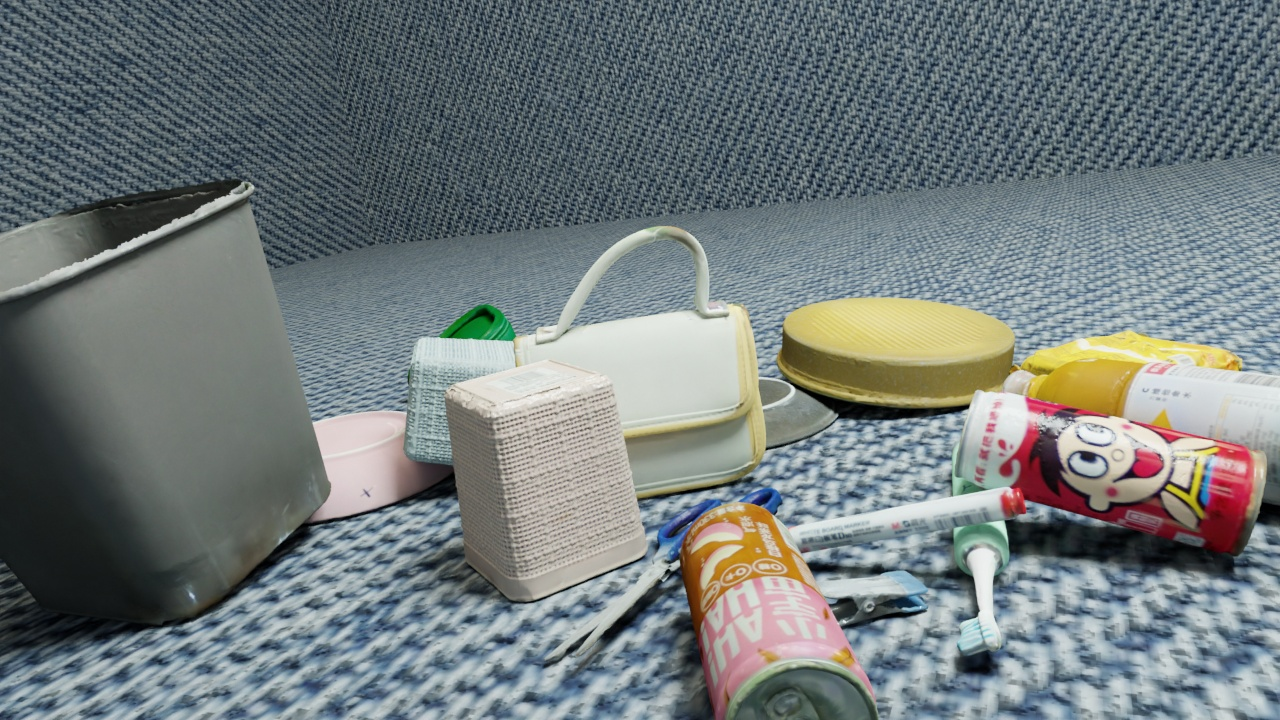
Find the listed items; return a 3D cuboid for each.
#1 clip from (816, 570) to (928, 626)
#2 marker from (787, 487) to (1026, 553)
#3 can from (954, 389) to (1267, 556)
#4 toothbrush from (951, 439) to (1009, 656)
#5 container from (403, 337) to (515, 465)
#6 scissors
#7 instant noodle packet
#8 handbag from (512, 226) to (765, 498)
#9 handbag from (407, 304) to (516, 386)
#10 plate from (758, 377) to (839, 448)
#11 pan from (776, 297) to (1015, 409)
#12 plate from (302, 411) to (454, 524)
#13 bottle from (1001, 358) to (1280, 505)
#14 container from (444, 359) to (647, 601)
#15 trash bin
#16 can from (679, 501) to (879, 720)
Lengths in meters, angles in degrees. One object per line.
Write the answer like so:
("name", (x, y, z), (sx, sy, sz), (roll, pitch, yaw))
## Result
("clip", (0.107, 0.112, 0.438), (0.057, 0.032, 0.025), (-7, 15, -12))
("marker", (0.122, 0.086, 0.474), (0.145, 0.017, 0.017), (-16, 9, 26))
("can", (0.233, 0.054, 0.467), (0.133, 0.053, 0.053), (14, 22, 25))
("toothbrush", (0.177, 0.089, 0.479), (0.027, 0.026, 0.224), (-29, 5, 23))
("container", (-0.118, 0.032, 0.689), (0.111, 0.090, 0.090), (5, 12, -13))
("scissors", (0.021, 0.107, 0.483), (0.133, 0.012, 0.172), (-23, 6, 13))
("instant noodle packet", (0.345, 0.012, 0.658), (0.111, 0.044, 0.128), (-15, 10, 0))
("handbag", (-0.004, 0.004, 0.614), (0.163, 0.179, 0.063), (-8, 17, -3))
("handbag", (-0.177, 0.004, 0.922), (0.120, 0.068, 0.131), (-33, 21, -12))
("plate", (0.072, 0.038, 0.757), (0.179, 0.024, 0.179), (-8, 14, 2))
("pan", (0.203, -0.018, 0.864), (0.197, 0.078, 0.357), (-4, 18, -10))
("plate", (-0.240, 0.077, 0.743), (0.192, 0.039, 0.192), (-8, 13, 2))
("bottle", (0.303, 0.035, 0.534), (0.067, 0.068, 0.190), (-17, 16, -32))
("container", (-0.059, 0.064, 0.537), (0.090, 0.111, 0.090), (-16, 16, -28))
("trash bin", (-0.320, 0.024, 0.568), (0.199, 0.220, 0.198), (-2, 28, 24))
("can", (0.052, 0.112, 0.386), (0.058, 0.058, 0.147), (-8, 13, -1))
